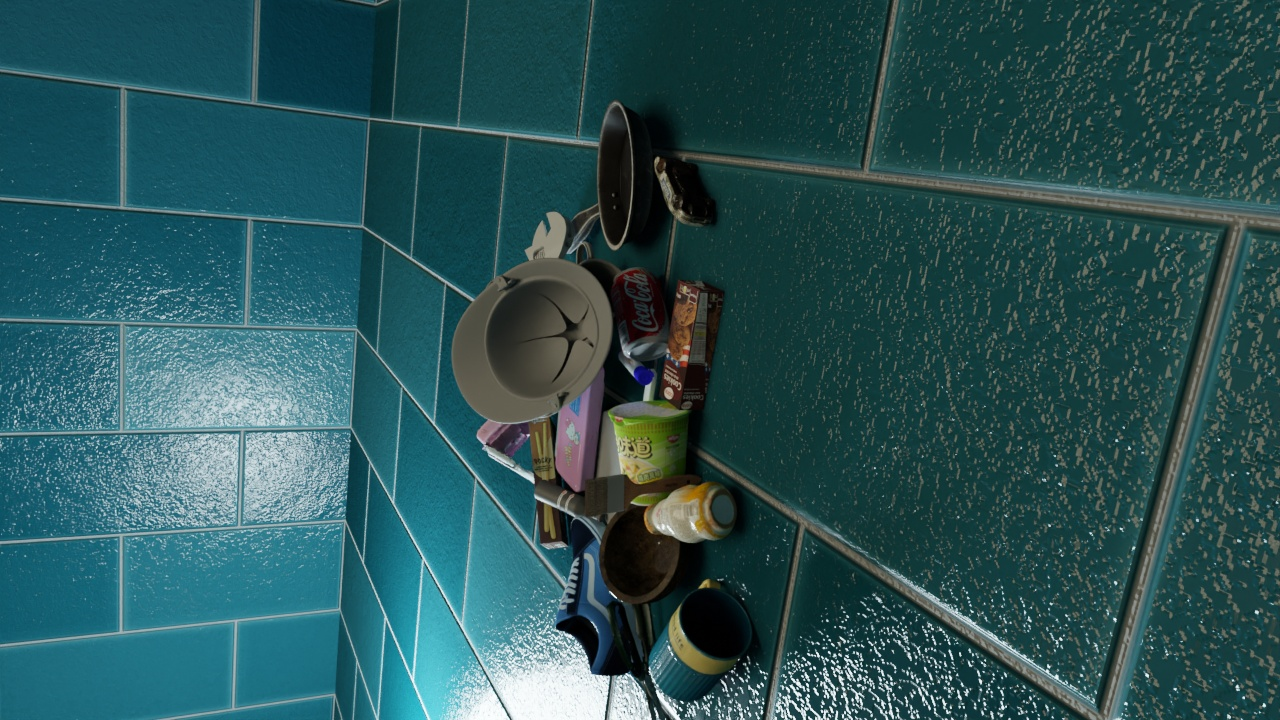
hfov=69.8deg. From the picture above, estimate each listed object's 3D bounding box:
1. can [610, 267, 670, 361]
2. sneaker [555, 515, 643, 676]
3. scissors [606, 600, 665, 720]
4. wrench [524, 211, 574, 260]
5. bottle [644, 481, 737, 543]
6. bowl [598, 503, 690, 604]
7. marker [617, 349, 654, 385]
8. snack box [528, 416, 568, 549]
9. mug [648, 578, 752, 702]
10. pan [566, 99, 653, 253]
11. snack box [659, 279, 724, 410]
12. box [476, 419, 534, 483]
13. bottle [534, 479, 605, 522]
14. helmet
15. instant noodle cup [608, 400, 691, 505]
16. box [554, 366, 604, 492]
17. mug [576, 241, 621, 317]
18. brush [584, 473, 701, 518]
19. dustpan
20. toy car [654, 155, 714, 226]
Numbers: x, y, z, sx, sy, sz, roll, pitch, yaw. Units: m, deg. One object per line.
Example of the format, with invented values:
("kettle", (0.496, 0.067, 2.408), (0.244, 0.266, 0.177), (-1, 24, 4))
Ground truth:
("can", (0.001, -0.057, 1.132), (0.064, 0.064, 0.104), (-47, 49, 53))
("sneaker", (-0.073, 0.306, 1.226), (0.084, 0.098, 0.241), (112, 146, -41))
("scissors", (0.007, 0.364, 1.130), (0.146, 0.015, 0.210), (-59, -48, -72))
("wrench", (-0.126, -0.088, 1.302), (0.087, 0.018, 0.272), (-23, 61, 35))
("bottle", (0.052, 0.169, 1.009), (0.109, 0.063, 0.063), (-18, 73, 46))
("bowl", (0.014, 0.231, 1.094), (0.121, 0.056, 0.121), (-17, 62, 35))
("marker", (-0.007, 0.007, 1.155), (0.141, 0.020, 0.020), (-135, 50, -74))
("snack box", (-0.138, 0.185, 1.382), (0.101, 0.031, 0.185), (86, 177, -75))
("mug", (0.065, 0.298, 0.999), (0.113, 0.083, 0.107), (-76, 7, -48))
("pan", (-0.051, -0.215, 1.253), (0.358, 0.055, 0.187), (137, 129, -70))
("snack box", (0.058, -0.018, 1.056), (0.051, 0.031, 0.141), (35, 120, 58))
("box", (-0.183, 0.138, 1.422), (0.102, 0.087, 0.202), (43, 172, 9))
("bottle", (-0.097, 0.200, 1.284), (0.113, 0.030, 0.030), (19, 109, 31))
("helmet", (-0.111, -0.028, 1.166), (0.272, 0.117, 0.183), (-29, 82, 34))
("instant noodle cup", (0.014, 0.109, 1.082), (0.099, 0.098, 0.108), (17, 113, 62))
("box", (-0.093, 0.064, 1.292), (0.149, 0.048, 0.215), (-114, 27, -56))
("mug", (-0.069, -0.100, 1.242), (0.071, 0.084, 0.113), (-41, 63, 58))
("brush", (0.005, 0.143, 1.034), (0.008, 0.143, 0.045), (-147, 53, -60))
("dustpan", (-0.012, 0.122, 1.195), (0.163, 0.033, 0.258), (-124, 35, -49))
("toy car", (0.048, -0.195, 1.063), (0.041, 0.048, 0.112), (-56, 40, 41))
